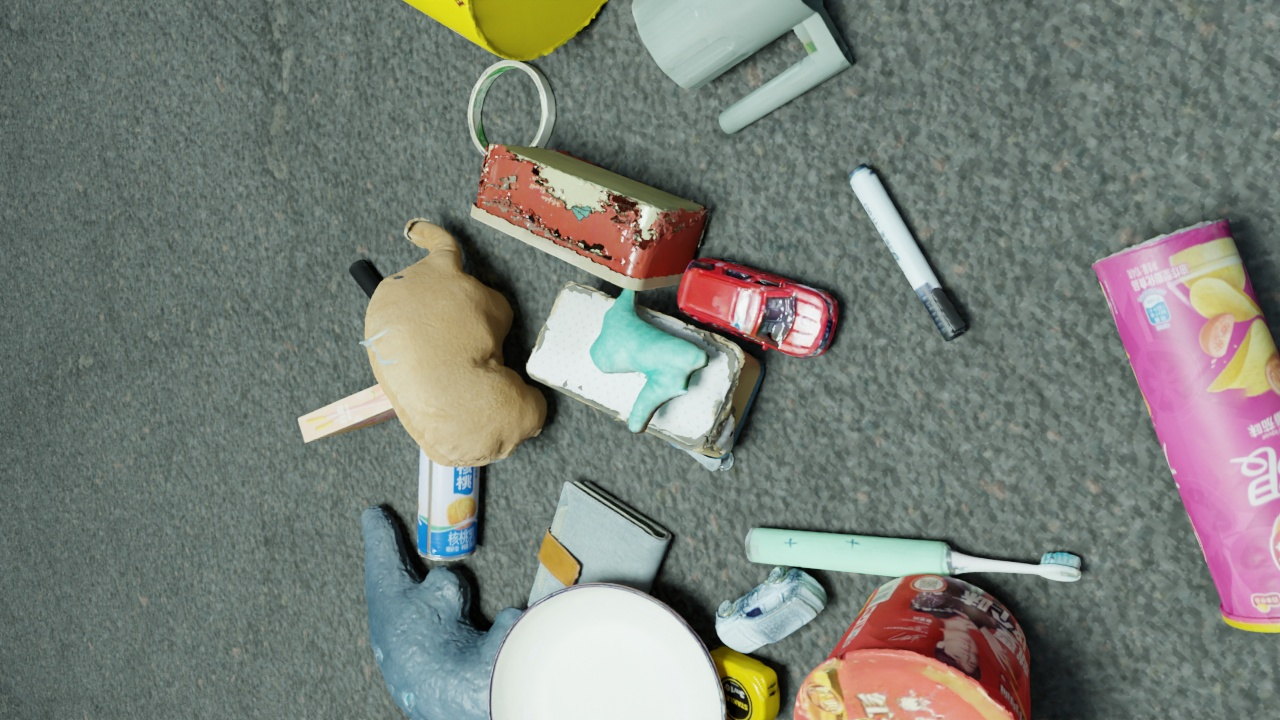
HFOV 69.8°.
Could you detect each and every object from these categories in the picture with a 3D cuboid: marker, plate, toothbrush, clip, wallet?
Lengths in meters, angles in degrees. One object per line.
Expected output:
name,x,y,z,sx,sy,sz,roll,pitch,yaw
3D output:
marker,0.175,-0.072,0.603,0.018,0.023,0.130,-25,80,-12
plate,-0.025,0.268,0.715,0.193,0.039,0.192,-1,86,17
toothbrush,0.175,0.133,0.622,0.225,0.027,0.026,-2,130,33
marker,-0.232,-0.045,0.865,0.132,0.020,0.022,49,120,18
clip,0.044,0.066,0.703,0.057,0.029,0.025,36,108,31
wallet,-0.041,0.176,0.760,0.106,0.036,0.130,28,109,26

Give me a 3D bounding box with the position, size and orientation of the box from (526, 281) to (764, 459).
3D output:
box,-0.004,0.004,0.692,0.184,0.059,0.090,25,90,30

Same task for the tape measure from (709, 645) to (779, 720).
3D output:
tape measure,0.080,0.250,0.694,0.060,0.028,0.057,8,104,49

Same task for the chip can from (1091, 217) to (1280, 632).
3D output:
chip can,0.316,0.033,0.495,0.072,0.071,0.210,-22,83,32

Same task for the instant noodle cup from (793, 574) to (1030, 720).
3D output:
instant noodle cup,0.178,0.205,0.567,0.138,0.108,0.138,12,117,25

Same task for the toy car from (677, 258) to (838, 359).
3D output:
toy car,0.081,-0.038,0.654,0.121,0.045,0.053,19,107,27

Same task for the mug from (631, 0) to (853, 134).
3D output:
mug,0.069,-0.228,0.626,0.104,0.083,0.124,-25,107,33

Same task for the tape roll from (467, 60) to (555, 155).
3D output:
tape roll,-0.109,-0.208,0.772,0.086,0.013,0.086,4,98,32

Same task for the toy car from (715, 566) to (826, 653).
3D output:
toy car,0.094,0.185,0.668,0.043,0.034,0.091,40,122,-17

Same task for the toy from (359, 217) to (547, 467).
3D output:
toy,-0.161,-0.021,0.751,0.083,0.143,0.226,-28,80,36

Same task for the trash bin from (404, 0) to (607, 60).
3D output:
trash bin,-0.145,-0.364,0.664,0.255,0.229,0.230,39,114,17

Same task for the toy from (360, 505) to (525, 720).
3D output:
toy,-0.155,0.267,0.820,0.356,0.091,0.137,28,82,26

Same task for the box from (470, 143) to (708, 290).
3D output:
box,-0.039,-0.120,0.692,0.168,0.091,0.077,26,112,27

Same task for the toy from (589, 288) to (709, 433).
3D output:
toy,0.002,0.000,0.638,0.092,0.030,0.096,23,81,31

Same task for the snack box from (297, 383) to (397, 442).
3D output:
snack box,-0.229,0.036,0.835,0.158,0.084,0.026,-21,87,33

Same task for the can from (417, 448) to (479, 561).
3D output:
can,-0.172,0.107,0.824,0.053,0.053,0.134,9,100,31
